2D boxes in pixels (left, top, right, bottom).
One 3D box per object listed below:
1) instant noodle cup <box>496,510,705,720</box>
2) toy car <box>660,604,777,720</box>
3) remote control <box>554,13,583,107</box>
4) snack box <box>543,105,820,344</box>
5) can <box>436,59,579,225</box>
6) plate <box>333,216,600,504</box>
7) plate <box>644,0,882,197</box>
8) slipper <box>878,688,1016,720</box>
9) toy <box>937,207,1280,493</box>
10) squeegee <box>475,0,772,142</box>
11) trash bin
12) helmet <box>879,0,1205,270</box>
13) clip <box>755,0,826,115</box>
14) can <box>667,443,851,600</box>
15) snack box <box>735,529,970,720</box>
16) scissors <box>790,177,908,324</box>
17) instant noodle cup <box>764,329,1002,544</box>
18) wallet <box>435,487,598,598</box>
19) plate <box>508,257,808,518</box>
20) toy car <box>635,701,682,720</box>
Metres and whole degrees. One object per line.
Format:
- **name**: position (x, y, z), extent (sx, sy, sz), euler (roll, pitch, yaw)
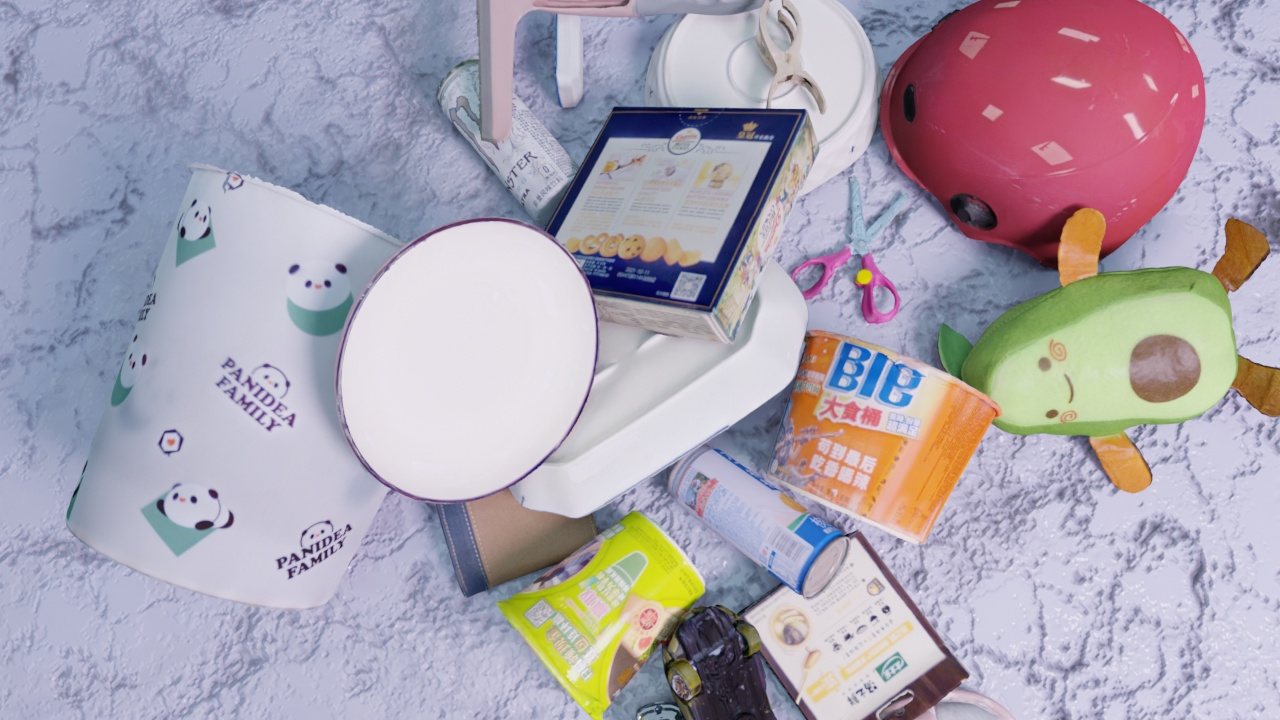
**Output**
- **instant noodle cup**: position (-0.022, 0.176, 0.664), extent (0.123, 0.112, 0.111), euler (-41, 78, -14)
- **toy car**: position (0.060, 0.250, 0.649), extent (0.070, 0.042, 0.158), euler (-22, 100, -32)
- **remote control**: position (-0.063, -0.286, 0.801), extent (0.024, 0.049, 0.124), euler (-2, 77, 0)
- **snack box**: position (0.020, -0.110, 0.691), extent (0.178, 0.046, 0.182), euler (12, 66, 35)
- **can**: position (-0.108, -0.184, 0.774), extent (0.058, 0.058, 0.146), euler (-39, 78, -6)
- **plate**: position (-0.113, -0.002, 0.603), extent (0.039, 0.192, 0.192), euler (24, 76, 46)
- **plate**: position (0.106, -0.238, 0.783), extent (0.205, 0.045, 0.204), euler (-1, 76, 2)
- **slipper**: position (0.155, 0.332, 0.640), extent (0.274, 0.054, 0.114), euler (-34, 77, -5)
- **toy**: position (0.357, -0.006, 0.684), extent (0.247, 0.090, 0.227), euler (-15, 99, 7)
- **squeegee**: position (-0.011, -0.298, 0.761), extent (0.249, 0.040, 0.247), euler (-2, 83, -2)
- **trash bin**: position (-0.259, 0.024, 0.656), extent (0.229, 0.229, 0.251), euler (21, 83, 8)
- **helmet**: position (0.317, -0.198, 0.706), extent (0.240, 0.144, 0.206), euler (26, 81, 3)
- **clip**: position (0.118, -0.243, 0.743), extent (0.070, 0.034, 0.100), euler (-10, 81, 0)
- **can**: position (0.084, 0.115, 0.672), extent (0.134, 0.053, 0.053), euler (33, 79, 34)
- **snack box**: position (0.151, 0.207, 0.670), extent (0.113, 0.053, 0.125), euler (-34, 77, -6)
- **scissors**: position (0.173, -0.092, 0.761), extent (0.118, 0.017, 0.133), euler (-4, 72, 6)
- **instant noodle cup**: position (0.166, 0.058, 0.663), extent (0.151, 0.151, 0.111), euler (23, 87, 8)
- **wallet**: position (-0.096, 0.123, 0.715), extent (0.115, 0.033, 0.090), euler (-19, 79, -3)
- **plate**: position (-0.004, 0.004, 0.684), extent (0.266, 0.034, 0.162), euler (-33, 50, 6)
- **toy car**: position (0.019, 0.294, 0.666), extent (0.043, 0.034, 0.090), euler (-9, 78, -2)
